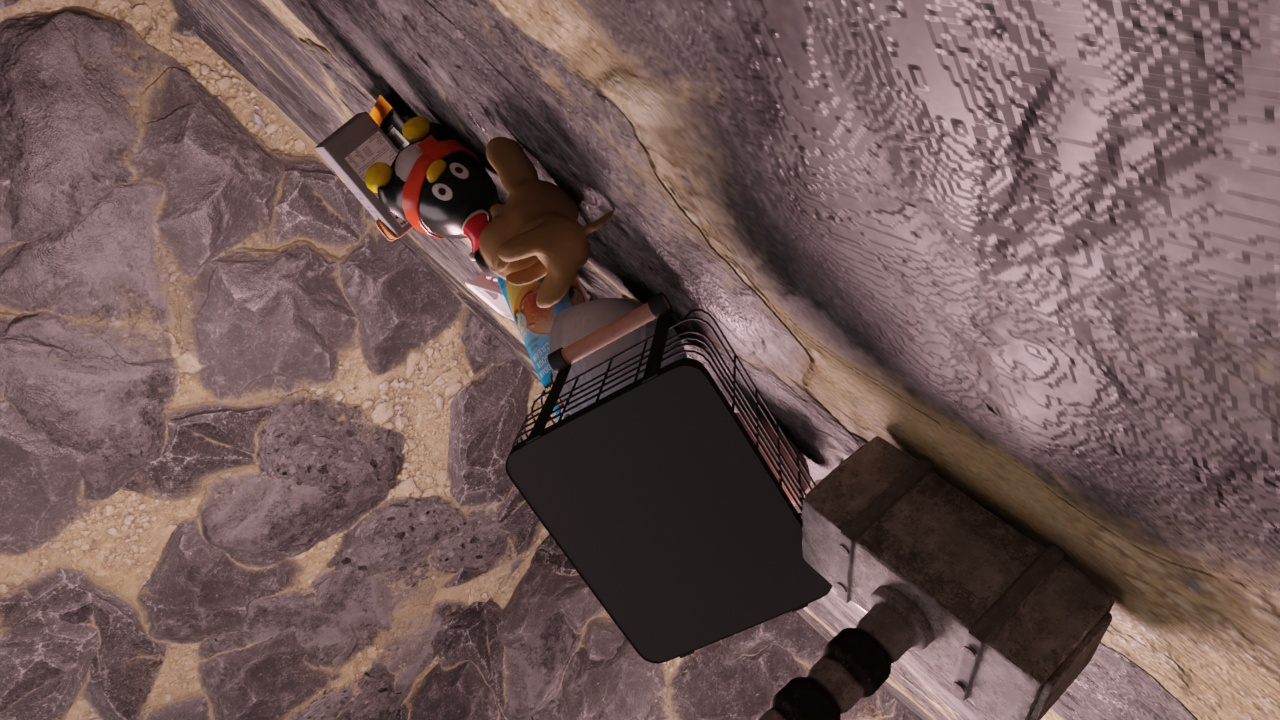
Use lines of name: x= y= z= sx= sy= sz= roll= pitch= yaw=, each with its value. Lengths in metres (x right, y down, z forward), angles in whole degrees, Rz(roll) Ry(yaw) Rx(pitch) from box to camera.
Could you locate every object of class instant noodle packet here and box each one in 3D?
instant noodle packet: x=-0.222 y=-0.204 z=1.046 sx=0.221 sy=0.032 sz=0.160 roll=46 pitch=169 yaw=-19

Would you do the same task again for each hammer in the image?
hammer: x=0.100 y=0.196 z=0.526 sx=0.177 sy=0.325 sz=0.080 roll=38 pitch=153 yaw=35

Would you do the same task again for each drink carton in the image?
drink carton: x=-0.285 y=-0.200 z=1.001 sx=0.125 sy=0.076 sz=0.048 roll=53 pitch=164 yaw=-27

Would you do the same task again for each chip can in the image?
chip can: x=-0.067 y=-0.008 z=0.883 sx=0.080 sy=0.079 sz=0.229 roll=143 pitch=103 yaw=-82

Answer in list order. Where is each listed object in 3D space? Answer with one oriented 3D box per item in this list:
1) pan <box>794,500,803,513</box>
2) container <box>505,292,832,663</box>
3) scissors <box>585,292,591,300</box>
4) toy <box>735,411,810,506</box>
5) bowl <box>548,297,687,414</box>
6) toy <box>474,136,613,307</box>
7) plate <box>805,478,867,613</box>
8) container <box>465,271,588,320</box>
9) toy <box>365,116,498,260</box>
pan: x=0.233 y=0.238 z=1.159 sx=0.354 sy=0.024 sz=0.216 roll=47 pitch=171 yaw=-27
container: x=0.028 y=0.091 z=0.702 sx=0.241 sy=0.163 sz=0.130 roll=57 pitch=-162 yaw=-16
scissors: x=-0.125 y=-0.116 z=0.994 sx=0.199 sy=0.015 sz=0.179 roll=17 pitch=163 yaw=45
toy: x=0.109 y=0.104 z=0.827 sx=0.053 sy=0.104 sz=0.108 roll=-27 pitch=119 yaw=41
bowl: x=-0.005 y=0.005 z=0.821 sx=0.150 sy=0.075 sz=0.150 roll=40 pitch=-143 yaw=-39
toy: x=-0.078 y=-0.096 z=0.710 sx=0.134 sy=0.106 sz=0.108 roll=53 pitch=179 yaw=-34
plate: x=0.204 y=0.181 z=0.774 sx=0.189 sy=0.027 sz=0.189 roll=39 pitch=152 yaw=25
container: x=-0.117 y=-0.073 z=0.991 sx=0.129 sy=0.049 sz=0.081 roll=19 pitch=165 yaw=36
toy: x=-0.186 y=-0.163 z=0.885 sx=0.119 sy=0.097 sz=0.100 roll=29 pitch=167 yaw=25
